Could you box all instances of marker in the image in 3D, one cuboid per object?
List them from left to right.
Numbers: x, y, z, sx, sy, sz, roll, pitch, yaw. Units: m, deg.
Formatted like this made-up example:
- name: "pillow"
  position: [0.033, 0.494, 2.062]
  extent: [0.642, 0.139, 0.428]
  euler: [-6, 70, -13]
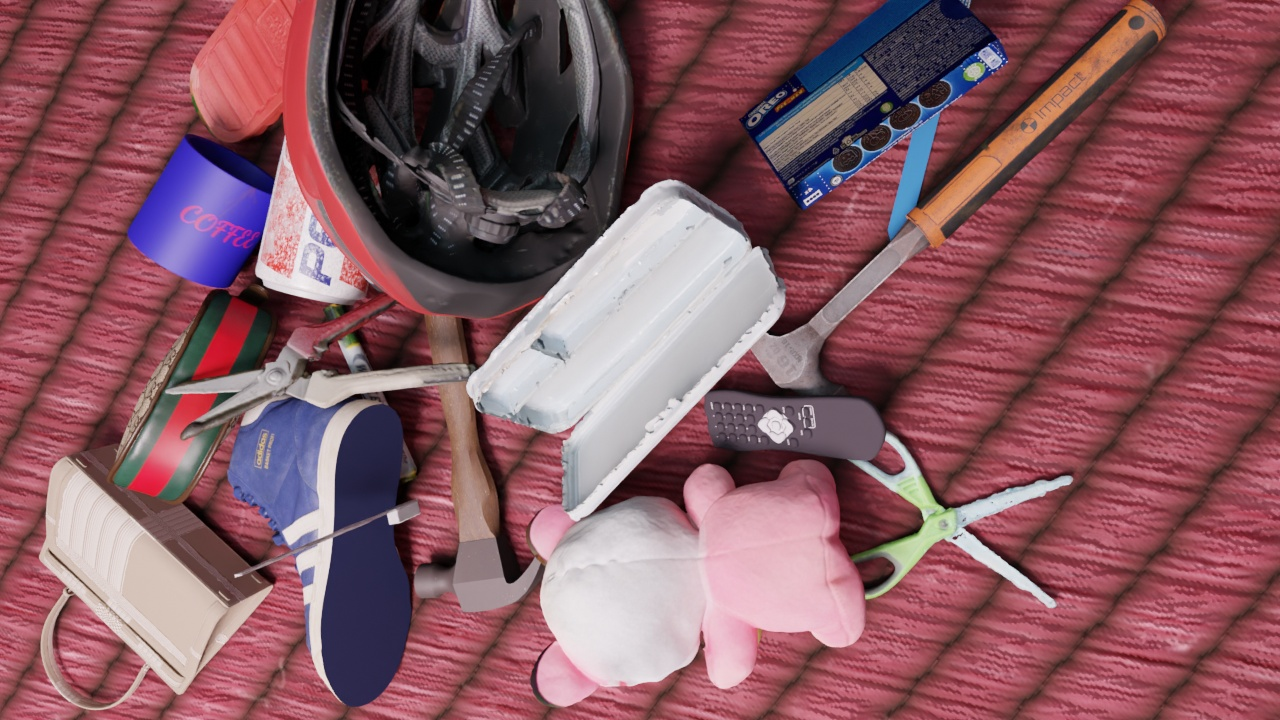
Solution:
- name: "marker"
  position: [-0.203, 0.024, 0.694]
  extent: [0.017, 0.017, 0.146]
  euler: [-26, 87, 12]

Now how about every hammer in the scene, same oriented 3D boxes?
- name: "hammer"
  position: [-0.134, 0.021, 0.672]
  extent: [0.115, 0.033, 0.323]
  euler: [-11, 88, 14]
- name: "hammer"
  position: [0.188, -0.108, 0.586]
  extent: [0.315, 0.035, 0.138]
  euler: [-45, 82, 13]

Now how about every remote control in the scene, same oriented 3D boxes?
- name: "remote control"
  position: [0.099, 0.042, 0.604]
  extent: [0.125, 0.009, 0.046]
  euler: [2, 115, 31]

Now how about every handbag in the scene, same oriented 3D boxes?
- name: "handbag"
  position: [-0.418, 0.200, 0.732]
  extent: [0.175, 0.062, 0.198]
  euler: [39, 105, 8]
- name: "handbag"
  position: [-0.323, 0.019, 0.666]
  extent: [0.063, 0.138, 0.166]
  euler: [29, 78, -28]

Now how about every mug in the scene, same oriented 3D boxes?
- name: "mug"
  position: [-0.332, -0.119, 0.695]
  extent: [0.111, 0.079, 0.083]
  euler: [42, 101, 37]

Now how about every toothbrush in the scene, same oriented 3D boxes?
- name: "toothbrush"
  position: [-0.190, 0.113, 0.580]
  extent: [0.010, 0.181, 0.010]
  euler: [-12, 91, 18]
- name: "toothbrush"
  position: [0.189, -0.159, 0.602]
  extent: [0.016, 0.014, 0.166]
  euler: [14, 95, 12]

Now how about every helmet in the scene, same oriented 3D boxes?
- name: "helmet"
  position: [-0.116, -0.163, 0.582]
  extent: [0.167, 0.217, 0.272]
  euler: [6, 92, 54]

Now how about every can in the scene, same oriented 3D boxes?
- name: "can"
  position: [-0.225, -0.114, 0.664]
  extent: [0.078, 0.078, 0.136]
  euler: [15, 95, 12]

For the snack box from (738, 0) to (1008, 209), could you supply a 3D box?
- name: "snack box"
  position: [0.142, -0.171, 0.582]
  extent: [0.150, 0.027, 0.082]
  euler: [-35, 52, 16]

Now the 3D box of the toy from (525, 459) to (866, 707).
- name: "toy"
  position: [0.029, 0.136, 0.587]
  extent: [0.213, 0.084, 0.141]
  euler: [-11, 64, 6]

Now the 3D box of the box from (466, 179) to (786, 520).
- name: "box"
  position: [0.001, 0.008, 0.574]
  extent: [0.216, 0.106, 0.124]
  euler: [-45, 53, 24]

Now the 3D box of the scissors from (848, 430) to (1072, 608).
- name: "scissors"
  position: [0.198, 0.103, 0.607]
  extent: [0.171, 0.023, 0.167]
  euler: [-26, 80, 10]

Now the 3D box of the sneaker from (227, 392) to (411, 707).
- name: "sneaker"
  position: [-0.242, 0.130, 0.671]
  extent: [0.118, 0.091, 0.233]
  euler: [13, 110, 27]

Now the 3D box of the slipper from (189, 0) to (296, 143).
- name: "slipper"
  position: [-0.238, -0.251, 0.675]
  extent: [0.249, 0.059, 0.103]
  euler: [-36, 85, 27]

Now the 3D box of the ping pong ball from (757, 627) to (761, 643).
- name: "ping pong ball"
  position: [0.063, 0.183, 0.626]
  extent: [0.040, 0.040, 0.040]
  euler: [0, 91, 13]

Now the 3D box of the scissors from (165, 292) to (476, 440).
- name: "scissors"
  position: [-0.203, -0.001, 0.618]
  extent: [0.179, 0.015, 0.187]
  euler: [21, 64, 1]
